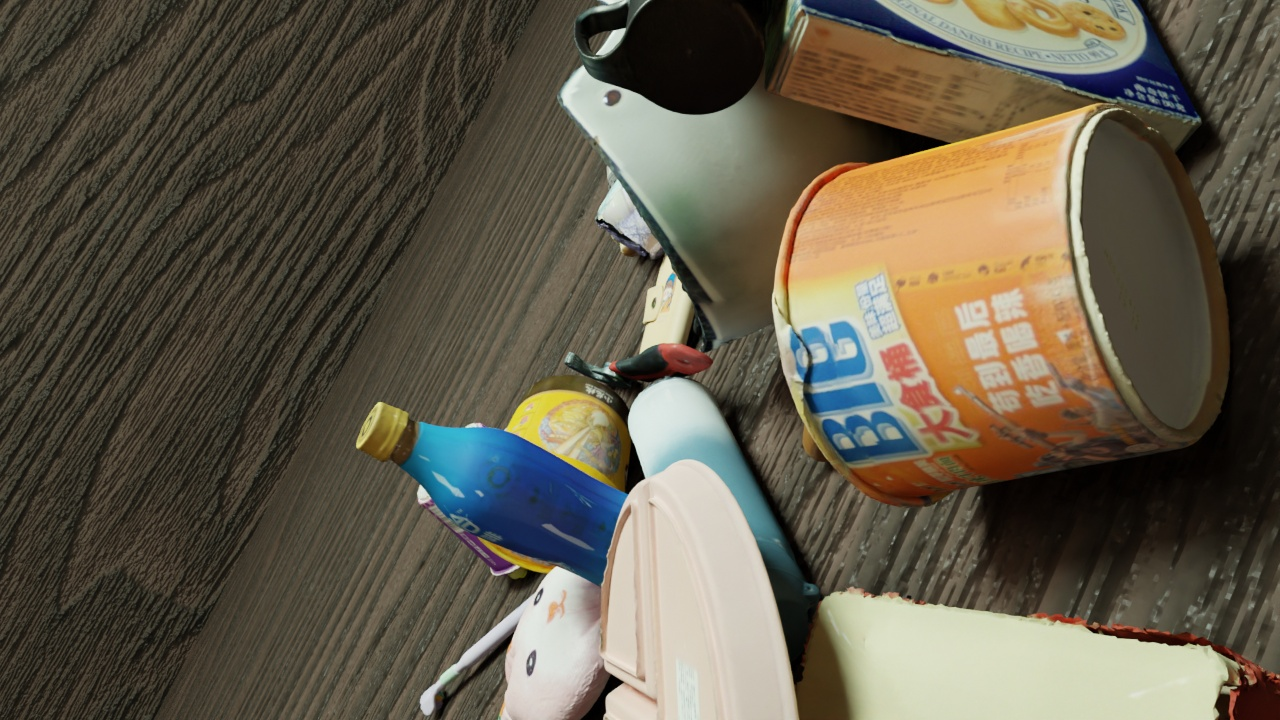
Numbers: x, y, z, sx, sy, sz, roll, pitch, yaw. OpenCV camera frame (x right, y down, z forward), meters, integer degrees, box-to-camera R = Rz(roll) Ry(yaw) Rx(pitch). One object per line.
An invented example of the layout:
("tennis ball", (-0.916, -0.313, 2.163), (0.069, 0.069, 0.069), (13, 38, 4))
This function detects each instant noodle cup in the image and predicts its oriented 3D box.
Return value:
("instant noodle cup", (-0.130, 0.113, 0.795), (0.112, 0.099, 0.111), (-43, 19, 18))
("instant noodle cup", (-0.060, 0.081, 0.696), (0.119, 0.118, 0.114), (-44, 21, 36))
("instant noodle cup", (0.142, -0.021, 0.353), (0.112, 0.151, 0.151), (-15, 49, 49))

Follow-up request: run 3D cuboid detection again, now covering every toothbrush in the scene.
("toothbrush", (-0.131, 0.245, 0.771), (0.190, 0.021, 0.029), (-46, 25, 29))

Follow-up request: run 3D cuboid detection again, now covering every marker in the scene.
("marker", (-0.125, 0.177, 0.843), (0.018, 0.015, 0.124), (-62, 20, -6))

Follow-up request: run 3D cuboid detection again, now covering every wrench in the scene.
("wrench", (-0.004, 0.004, 0.703), (0.016, 0.056, 0.274), (-67, 16, -10))

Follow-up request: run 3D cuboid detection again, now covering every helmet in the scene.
("helmet", (0.077, -0.146, 0.566), (0.157, 0.230, 0.273), (-18, 28, 23))

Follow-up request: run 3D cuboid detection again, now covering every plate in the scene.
("plate", (0.015, 0.160, 0.414), (0.230, 0.028, 0.229), (180, 91, -75))

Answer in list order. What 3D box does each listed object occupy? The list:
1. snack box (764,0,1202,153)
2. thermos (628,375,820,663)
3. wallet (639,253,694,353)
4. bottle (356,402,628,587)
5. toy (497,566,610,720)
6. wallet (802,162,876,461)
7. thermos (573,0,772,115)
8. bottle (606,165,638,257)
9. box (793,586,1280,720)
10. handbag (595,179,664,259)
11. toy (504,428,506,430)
("snack box", (0.154, -0.173, 0.449), (0.046, 0.178, 0.182), (109, 171, -48))
("thermos", (0.040, 0.086, 0.532), (0.070, 0.070, 0.220), (-54, 23, 17))
("wallet", (0.025, -0.047, 0.758), (0.087, 0.024, 0.115), (180, 105, -73))
("bottle", (-0.065, 0.085, 0.555), (0.065, 0.218, 0.065), (-45, 27, 30))
("toy", (-0.062, 0.206, 0.631), (0.160, 0.054, 0.121), (-55, 21, 34))
("wallet", (0.109, -0.020, 0.470), (0.132, 0.031, 0.107), (81, -155, -63))
("thermos", (0.023, -0.215, 0.459), (0.090, 0.068, 0.241), (-3, 47, 14))
("bottle", (-0.006, -0.168, 0.939), (0.067, 0.066, 0.149), (-36, 40, 45))
("box", (0.119, 0.126, 0.306), (0.169, 0.075, 0.091), (-14, 51, 60))
("handbag", (0.038, -0.186, 0.825), (0.194, 0.075, 0.134), (-58, 3, 4))
("toy", (-0.075, 0.051, 0.815), (0.083, 0.039, 0.108), (-44, 21, -11))
